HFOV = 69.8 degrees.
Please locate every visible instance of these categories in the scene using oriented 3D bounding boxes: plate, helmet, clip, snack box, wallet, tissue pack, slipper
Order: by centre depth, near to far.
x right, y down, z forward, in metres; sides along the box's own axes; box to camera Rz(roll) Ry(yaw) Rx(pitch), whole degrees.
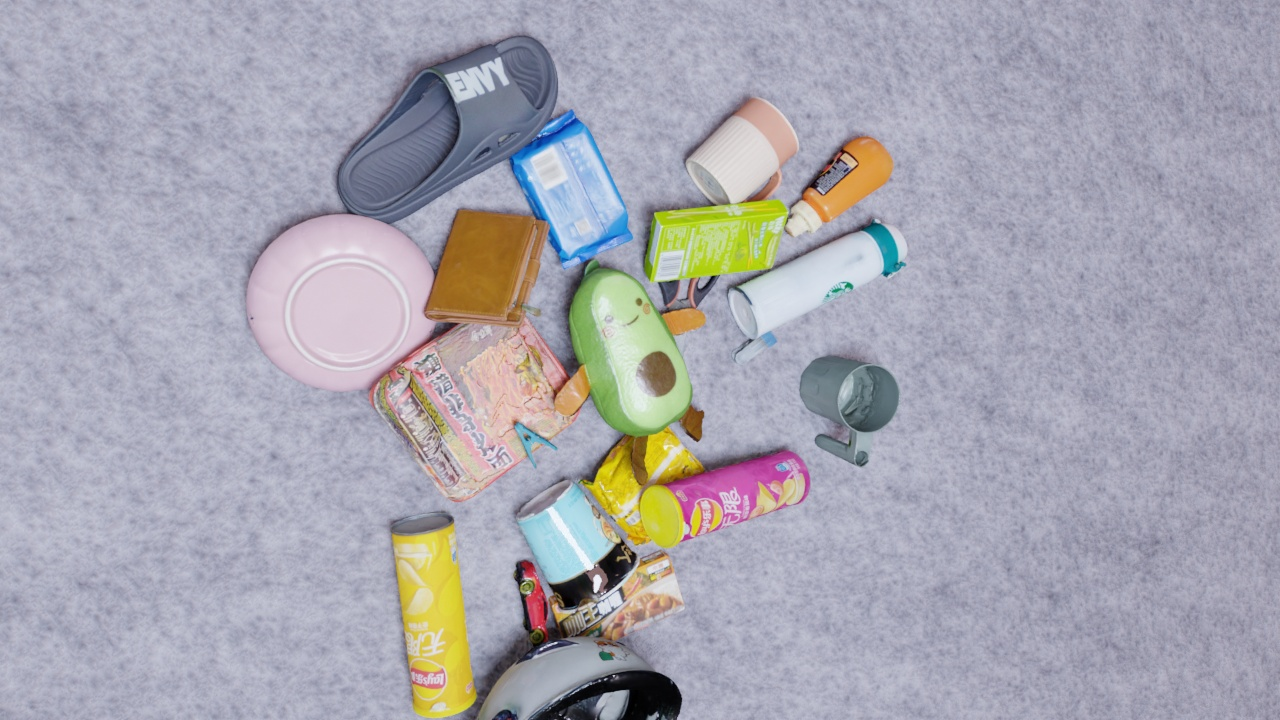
[{"bbox_3d":[-0.197,-0.241,0.936,0.268,0.083,0.110,-38,85,-6],"label":"slipper"},{"bbox_3d":[-0.300,-0.051,0.941,0.192,0.039,0.193,-8,114,-19],"label":"plate"},{"bbox_3d":[-0.154,-0.097,0.959,0.119,0.035,0.130,8,64,9],"label":"wallet"},{"bbox_3d":[-0.115,0.086,0.976,0.033,0.013,0.054,-40,114,-7],"label":"clip"},{"bbox_3d":[-0.078,-0.186,1.012,0.095,0.052,0.157,-29,105,-10],"label":"tissue pack"},{"bbox_3d":[-0.089,0.409,1.023,0.229,0.157,0.274,12,108,-36],"label":"helmet"},{"bbox_3d":[0.086,-0.135,1.045,0.156,0.026,0.086,-9,140,-17],"label":"snack box"},{"bbox_3d":[-0.027,0.293,1.105,0.153,0.026,0.075,-20,102,-14],"label":"snack box"},{"bbox_3d":[0.137,-0.016,1.122,0.058,0.042,0.026,-38,108,-7],"label":"clip"}]

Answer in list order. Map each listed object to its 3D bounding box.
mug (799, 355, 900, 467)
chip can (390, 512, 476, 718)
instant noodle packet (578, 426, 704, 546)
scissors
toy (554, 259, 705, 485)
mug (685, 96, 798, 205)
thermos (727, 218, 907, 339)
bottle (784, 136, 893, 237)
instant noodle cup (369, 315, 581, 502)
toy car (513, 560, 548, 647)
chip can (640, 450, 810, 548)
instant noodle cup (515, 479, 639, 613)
[{"bbox_3d":[0.250,0.058,1.123,0.083,0.103,0.124,5,96,-19],"label":"mug"},{"bbox_3d":[-0.229,0.280,1.016,0.072,0.072,0.213,-8,98,-17],"label":"chip can"},{"bbox_3d":[0.003,0.139,1.075,0.111,0.044,0.128,49,67,-11],"label":"instant noodle packet"},{"bbox_3d":[0.038,-0.070,1.085,0.201,0.015,0.206,-37,107,-10],"label":"scissors"},{"bbox_3d":[-0.006,0.006,1.017,0.226,0.090,0.247,-35,104,-36],"label":"toy"},{"bbox_3d":[0.122,-0.227,1.063,0.106,0.081,0.114,-43,137,-7],"label":"mug"},{"bbox_3d":[0.220,-0.099,1.110,0.224,0.073,0.073,-26,104,-13],"label":"thermos"},{"bbox_3d":[0.234,-0.203,1.109,0.149,0.067,0.067,-41,107,-1],"label":"bottle"},{"bbox_3d":[-0.176,0.038,0.995,0.188,0.079,0.164,-35,107,-10],"label":"instant noodle cup"},{"bbox_3d":[-0.123,0.286,1.062,0.031,0.049,0.106,-10,99,-15],"label":"toy car"},{"bbox_3d":[0.103,0.157,1.071,0.210,0.071,0.071,-10,101,-37],"label":"chip can"},{"bbox_3d":[-0.078,0.205,1.041,0.111,0.111,0.120,-33,100,-11],"label":"instant noodle cup"}]
